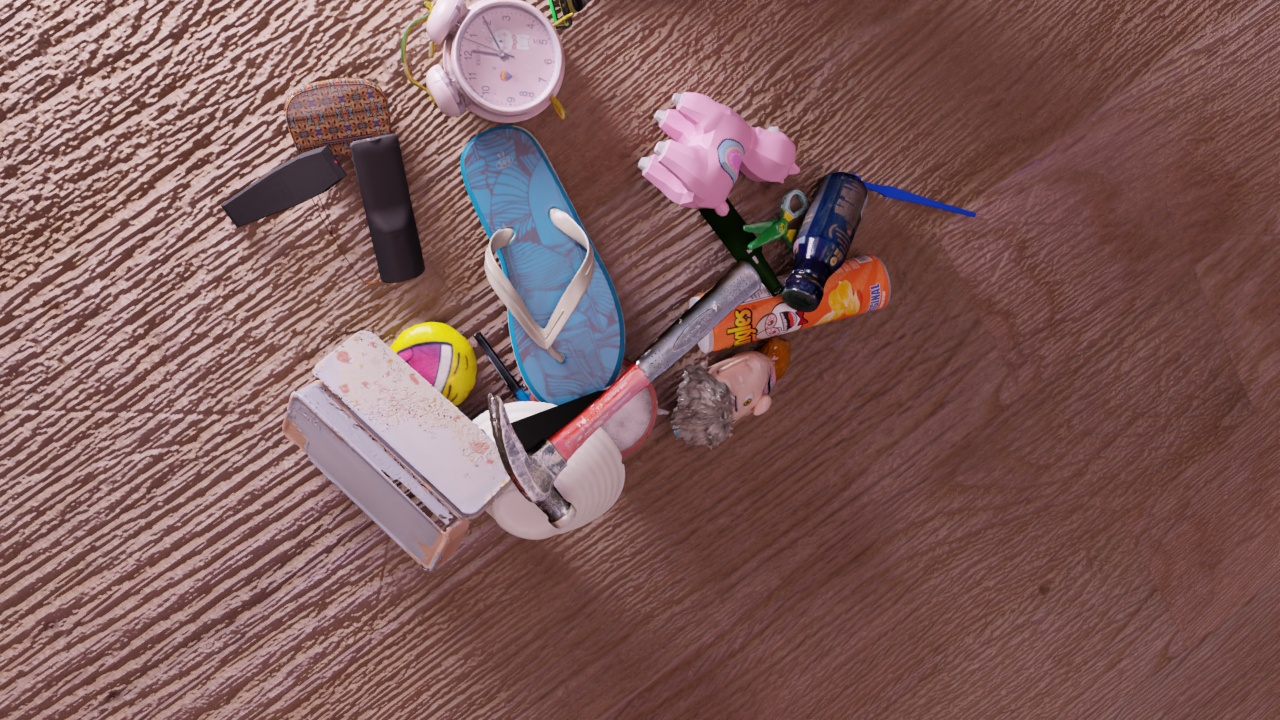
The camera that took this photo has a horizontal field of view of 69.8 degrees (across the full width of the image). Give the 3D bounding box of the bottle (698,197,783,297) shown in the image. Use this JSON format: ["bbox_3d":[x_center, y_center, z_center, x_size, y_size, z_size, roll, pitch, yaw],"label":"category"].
[{"bbox_3d":[0.109,-0.120,0.964,0.033,0.033,0.123,-35,84,-4],"label":"bottle"}]

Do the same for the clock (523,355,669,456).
[{"bbox_3d":[-0.056,0.032,0.968,0.157,0.062,0.110,42,91,-14],"label":"clock"}]

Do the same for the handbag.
[{"bbox_3d":[-0.276,-0.170,0.886,0.093,0.043,0.196,-13,115,-15],"label":"handbag"}]

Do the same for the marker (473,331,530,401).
[{"bbox_3d":[-0.137,0.020,0.967,0.015,0.018,0.123,-37,108,-9],"label":"marker"}]

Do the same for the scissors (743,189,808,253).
[{"bbox_3d":[0.144,-0.149,0.966,0.131,0.013,0.078,-7,93,-47],"label":"scissors"}]

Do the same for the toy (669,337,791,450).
[{"bbox_3d":[0.104,0.035,0.993,0.175,0.133,0.076,-35,66,-21],"label":"toy"}]

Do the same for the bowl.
[{"bbox_3d":[-0.107,0.131,0.932,0.177,0.070,0.178,4,127,5],"label":"bowl"}]

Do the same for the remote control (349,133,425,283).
[{"bbox_3d":[-0.240,-0.144,0.881,0.045,0.021,0.141,-21,122,-25],"label":"remote control"}]

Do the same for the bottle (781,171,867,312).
[{"bbox_3d":[0.192,-0.125,0.965,0.056,0.056,0.160,34,64,-19],"label":"bottle"}]

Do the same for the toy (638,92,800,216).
[{"bbox_3d":[0.085,-0.206,0.935,0.157,0.067,0.123,22,71,-19],"label":"toy"}]

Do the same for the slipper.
[{"bbox_3d":[-0.093,-0.091,0.898,0.118,0.060,0.295,-21,93,-7],"label":"slipper"}]

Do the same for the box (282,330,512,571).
[{"bbox_3d":[-0.234,0.085,0.896,0.217,0.094,0.121,41,126,9],"label":"box"}]

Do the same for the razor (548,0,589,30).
[{"bbox_3d":[-0.022,-0.369,0.902,0.144,0.021,0.044,-21,125,-7],"label":"razor"}]

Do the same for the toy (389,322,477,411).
[{"bbox_3d":[-0.213,0.008,0.933,0.094,0.041,0.095,17,99,-12],"label":"toy"}]

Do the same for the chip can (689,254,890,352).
[{"bbox_3d":[0.162,-0.063,0.999,0.210,0.062,0.062,-14,106,-11],"label":"chip can"}]

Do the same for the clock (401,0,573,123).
[{"bbox_3d":[-0.146,-0.287,0.870,0.157,0.059,0.117,2,102,-14],"label":"clock"}]

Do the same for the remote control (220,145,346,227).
[{"bbox_3d":[-0.335,-0.159,0.855,0.125,0.010,0.039,-22,117,13],"label":"remote control"}]

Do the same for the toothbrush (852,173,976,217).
[{"bbox_3d":[0.300,-0.185,1.035,0.186,0.011,0.016,10,100,-19],"label":"toothbrush"}]

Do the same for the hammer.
[{"bbox_3d":[-0.005,0.006,0.898,0.325,0.036,0.140,-42,109,-18],"label":"hammer"}]
